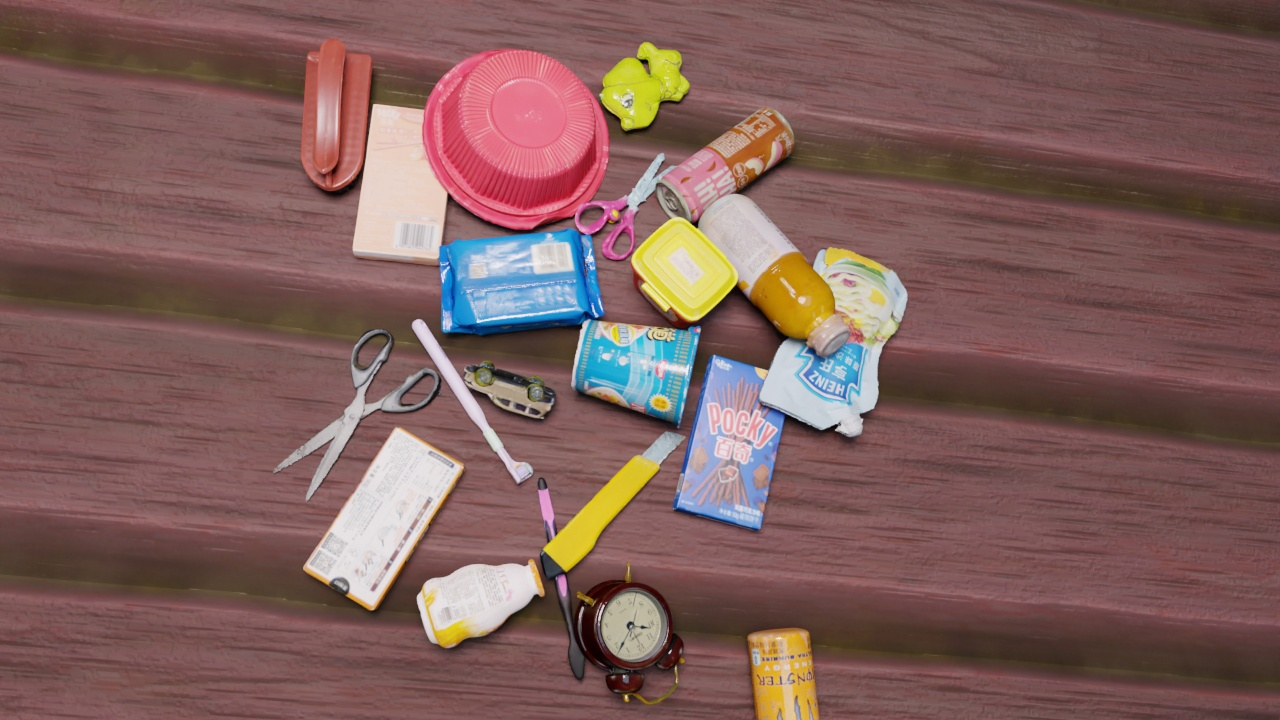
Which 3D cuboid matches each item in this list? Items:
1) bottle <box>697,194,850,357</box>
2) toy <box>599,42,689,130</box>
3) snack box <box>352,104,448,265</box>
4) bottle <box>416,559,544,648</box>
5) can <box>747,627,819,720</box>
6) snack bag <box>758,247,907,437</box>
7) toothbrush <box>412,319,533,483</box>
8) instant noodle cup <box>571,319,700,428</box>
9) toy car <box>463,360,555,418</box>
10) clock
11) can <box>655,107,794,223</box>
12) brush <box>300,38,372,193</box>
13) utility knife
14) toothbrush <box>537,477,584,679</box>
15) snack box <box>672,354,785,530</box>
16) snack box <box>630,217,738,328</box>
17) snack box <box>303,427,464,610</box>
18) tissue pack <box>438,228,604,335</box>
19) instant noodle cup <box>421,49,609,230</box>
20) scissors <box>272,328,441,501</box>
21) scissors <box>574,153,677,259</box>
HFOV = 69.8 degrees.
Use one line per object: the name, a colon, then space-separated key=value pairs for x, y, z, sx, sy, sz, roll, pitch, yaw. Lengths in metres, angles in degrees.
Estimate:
bottle: x=0.131 y=-0.083 z=0.895 sx=0.068 sy=0.068 sz=0.189 roll=-31 pitch=64 yaw=-13
toy: x=0.002 y=-0.291 z=0.970 sx=0.100 sy=0.031 sz=0.096 roll=-11 pitch=79 yaw=-14
snack box: x=-0.234 y=-0.175 z=0.917 sx=0.084 sy=0.026 sz=0.157 roll=6 pitch=77 yaw=-6
bottle: x=-0.142 y=0.213 z=0.823 sx=0.108 sy=0.063 sz=0.063 roll=-19 pitch=80 yaw=-10
can: x=0.133 y=0.321 z=0.837 sx=0.058 sy=0.058 sz=0.146 roll=-4 pitch=78 yaw=-8
snack bag: x=0.198 y=-0.018 z=0.919 sx=0.110 sy=0.039 sz=0.190 roll=29 pitch=67 yaw=-10
toothbrush: x=-0.165 y=0.037 z=0.883 sx=0.021 sy=0.029 sz=0.189 roll=-39 pitch=82 yaw=24
instant noodle cup: x=-0.005 y=0.005 z=0.877 sx=0.110 sy=0.099 sz=0.099 roll=12 pitch=76 yaw=4
toy car: x=-0.126 y=0.027 z=0.877 sx=0.090 sy=0.042 sz=0.035 roll=20 pitch=98 yaw=-8
clock: x=-0.008 y=0.251 z=0.830 sx=0.081 sy=0.055 sz=0.122 roll=-26 pitch=85 yaw=-26
can: x=0.088 y=-0.200 z=0.946 sx=0.147 sy=0.058 sz=0.058 roll=-37 pitch=84 yaw=-13
brush: x=-0.301 y=-0.237 z=0.900 sx=0.063 sy=0.069 sz=0.145 roll=2 pitch=77 yaw=-6
utility knife: x=-0.026 y=0.135 z=0.878 sx=0.033 sy=0.015 sz=0.192 roll=45 pitch=71 yaw=4
toothbrush: x=-0.076 y=0.203 z=0.863 sx=0.014 sy=0.018 sz=0.189 roll=-10 pitch=76 yaw=-10
snack box: x=0.091 y=0.080 z=0.901 sx=0.084 sy=0.026 sz=0.157 roll=16 pitch=76 yaw=-5
snack box: x=0.037 y=-0.080 z=0.902 sx=0.082 sy=0.080 sz=0.091 roll=-44 pitch=86 yaw=-15
snack box: x=-0.234 y=0.145 z=0.846 sx=0.075 sy=0.026 sz=0.153 roll=31 pitch=75 yaw=1
tissue pack: x=-0.118 y=-0.075 z=0.896 sx=0.157 sy=0.052 sz=0.095 roll=-7 pitch=76 yaw=-9
instant noodle cup: x=-0.115 y=-0.232 z=0.909 sx=0.193 sy=0.066 sz=0.193 roll=3 pitch=79 yaw=-18
scissors: x=-0.269 y=0.047 z=0.873 sx=0.159 sy=0.014 sz=0.170 roll=-5 pitch=80 yaw=-6
scissors: x=-0.001 y=-0.158 z=0.950 sx=0.137 sy=0.017 sz=0.077 roll=-39 pitch=95 yaw=-19
